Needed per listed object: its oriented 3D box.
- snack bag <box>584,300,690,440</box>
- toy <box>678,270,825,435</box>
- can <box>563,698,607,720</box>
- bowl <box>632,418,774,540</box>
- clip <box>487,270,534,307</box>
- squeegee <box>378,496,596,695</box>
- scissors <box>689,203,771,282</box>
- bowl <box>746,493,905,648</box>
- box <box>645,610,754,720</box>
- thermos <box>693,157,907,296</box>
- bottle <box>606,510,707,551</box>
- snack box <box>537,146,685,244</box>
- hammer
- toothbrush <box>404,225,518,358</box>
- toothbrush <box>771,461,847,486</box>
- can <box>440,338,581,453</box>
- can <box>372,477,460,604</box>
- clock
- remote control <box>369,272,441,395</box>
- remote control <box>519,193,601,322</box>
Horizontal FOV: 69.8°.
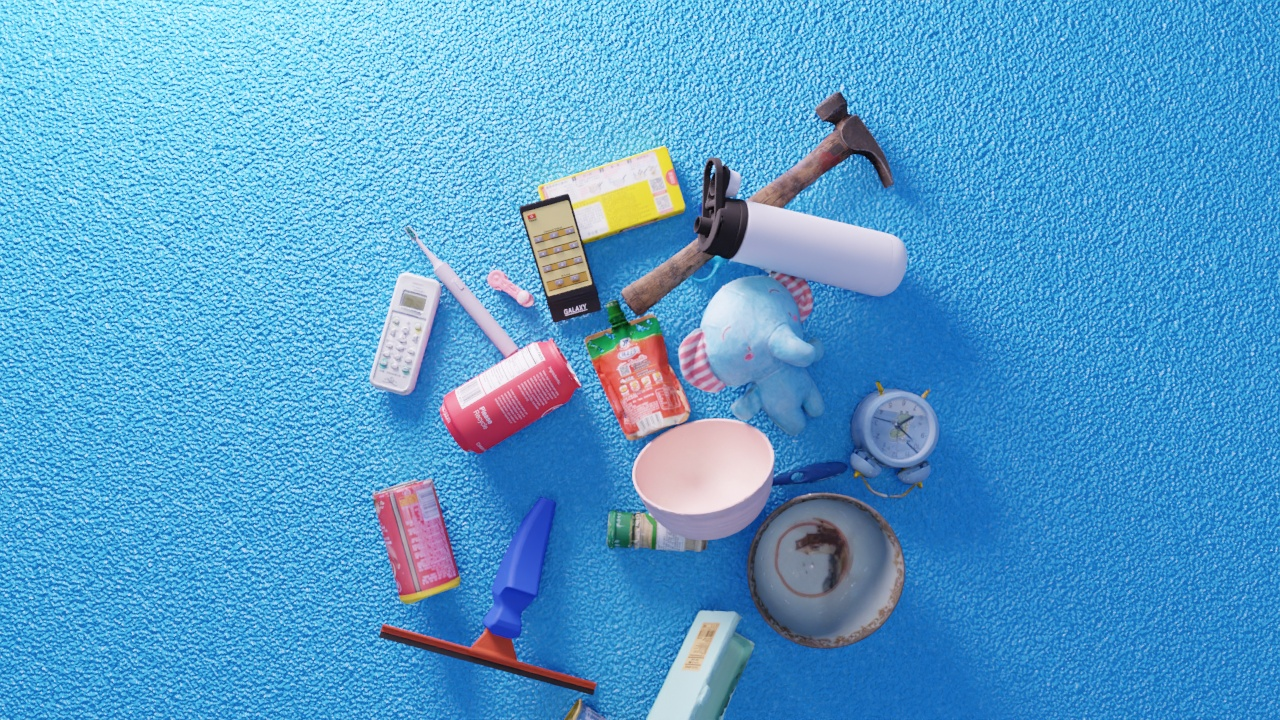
[{"bbox_3d":[-0.006,0.006,1.015,0.087,0.044,0.155,-21,83,-5],"label":"snack bag"},{"bbox_3d":[0.139,-0.005,0.977,0.183,0.115,0.180,-37,95,-23],"label":"toy"},{"bbox_3d":[-0.070,0.426,0.991,0.059,0.054,0.100,34,89,0],"label":"can"},{"bbox_3d":[0.072,0.136,0.968,0.153,0.152,0.076,-16,121,0],"label":"bowl"},{"bbox_3d":[-0.143,-0.079,1.029,0.060,0.043,0.023,32,85,29],"label":"clip"},{"bbox_3d":[-0.133,0.238,0.993,0.249,0.055,0.184,24,79,-23],"label":"squeegee"},{"bbox_3d":[0.109,-0.135,1.028,0.130,0.014,0.117,-9,86,1],"label":"scissors"},{"bbox_3d":[0.188,0.214,0.974,0.160,0.094,0.160,0,88,1],"label":"bowl"},{"bbox_3d":[0.057,0.349,0.938,0.077,0.092,0.188,31,62,3],"label":"box"},{"bbox_3d":[0.170,-0.138,0.971,0.229,0.068,0.101,11,92,-16],"label":"thermos"},{"bbox_3d":[0.019,0.188,1.004,0.110,0.042,0.042,3,88,0],"label":"bottle"},{"bbox_3d":[-0.032,-0.180,1.026,0.152,0.025,0.075,-18,88,0],"label":"snack box"},{"bbox_3d":[0.123,-0.152,1.010,0.330,0.033,0.120,-37,93,-3],"label":"hammer"},{"bbox_3d":[-0.203,-0.079,1.027,0.018,0.019,0.188,-40,88,-3],"label":"toothbrush"},{"bbox_3d":[0.165,0.131,1.018,0.132,0.016,0.021,-12,88,-2],"label":"toothbrush"},{"bbox_3d":[-0.141,0.039,0.995,0.142,0.074,0.074,-31,88,-1],"label":"can"},{"bbox_3d":[-0.242,0.193,0.994,0.066,0.066,0.124,-16,88,0],"label":"can"},{"bbox_3d":[0.276,0.088,0.999,0.089,0.051,0.124,10,88,-1],"label":"clock"},{"bbox_3d":[-0.261,-0.029,1.025,0.050,0.022,0.133,16,88,2],"label":"remote control"},{"bbox_3d":[-0.088,-0.112,1.009,0.058,0.013,0.133,-16,108,0],"label":"remote control"}]
